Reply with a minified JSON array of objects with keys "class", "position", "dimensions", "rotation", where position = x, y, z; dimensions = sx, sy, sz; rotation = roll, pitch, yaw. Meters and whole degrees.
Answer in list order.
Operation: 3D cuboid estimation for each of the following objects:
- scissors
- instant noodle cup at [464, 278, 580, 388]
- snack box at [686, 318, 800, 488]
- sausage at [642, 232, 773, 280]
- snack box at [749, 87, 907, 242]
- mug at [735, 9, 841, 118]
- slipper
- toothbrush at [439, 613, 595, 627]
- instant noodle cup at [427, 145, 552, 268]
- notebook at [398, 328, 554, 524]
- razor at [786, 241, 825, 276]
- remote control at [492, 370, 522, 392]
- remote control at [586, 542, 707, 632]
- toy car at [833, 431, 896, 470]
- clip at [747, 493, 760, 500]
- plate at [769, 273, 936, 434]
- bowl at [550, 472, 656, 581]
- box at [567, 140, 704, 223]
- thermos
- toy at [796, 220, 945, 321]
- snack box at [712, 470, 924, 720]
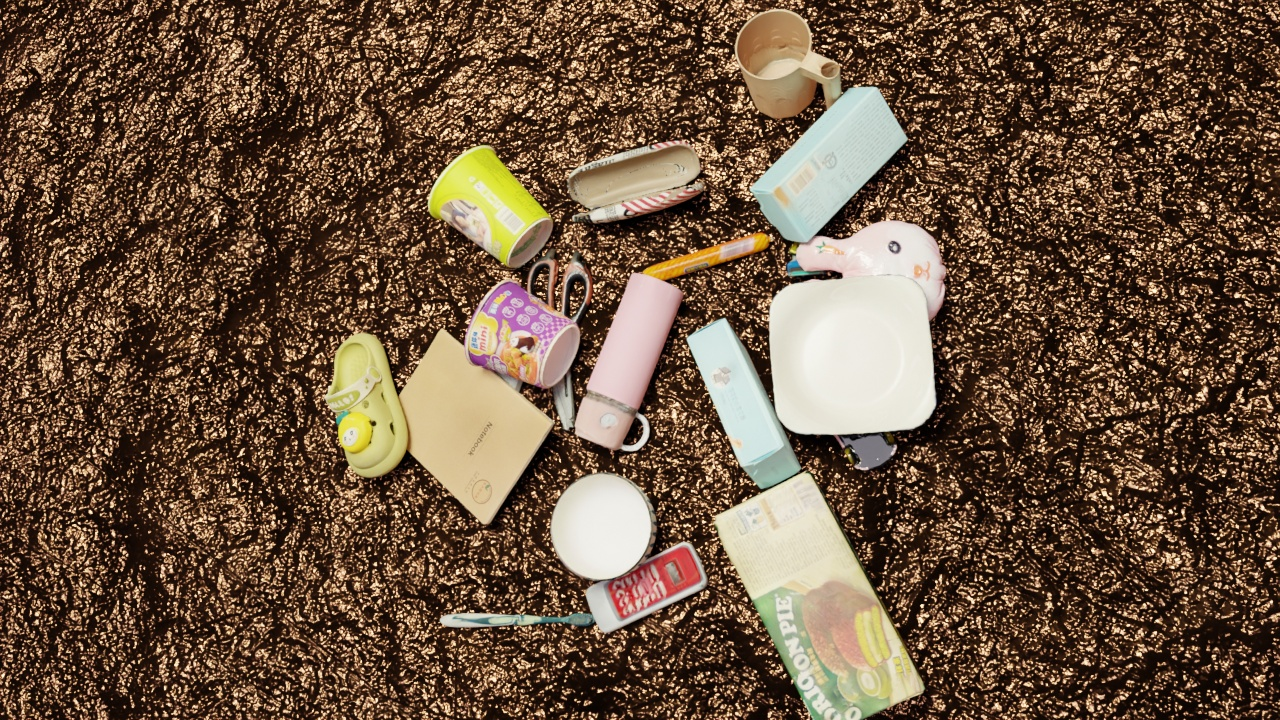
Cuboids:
[{"class":"scissors","position":[-0.084,-0.027,1.103],"dimensions":[0.185,0.015,0.208],"rotation":[-45,71,4]},{"class":"instant noodle cup","position":[-0.131,-0.024,1.057],"dimensions":[0.099,0.111,0.111],"rotation":[26,87,19]},{"class":"snack box","position":[0.109,0.045,0.980],"dimensions":[0.052,0.074,0.174],"rotation":[-28,56,10]},{"class":"sausage","position":[0.076,-0.119,1.074],"dimensions":[0.165,0.021,0.021],"rotation":[-16,75,12]},{"class":"snack box","position":[0.207,-0.216,1.009],"dimensions":[0.174,0.074,0.051],"rotation":[-45,28,-7]},{"class":"mug","position":[0.174,-0.327,1.045],"dimensions":[0.125,0.103,0.084],"rotation":[31,88,19]},{"class":"slipper","position":[-0.350,0.051,1.125],"dimensions":[0.092,0.081,0.190],"rotation":[-26,66,23]},{"class":"toothbrush","position":[-0.144,0.298,1.053],"dimensions":[0.192,0.018,0.016],"rotation":[-5,78,15]},{"class":"instant noodle cup","position":[-0.175,-0.179,1.119],"dimensions":[0.123,0.111,0.112],"rotation":[42,92,11]},{"class":"notebook","position":[-0.212,0.076,1.100],"dimensions":[0.208,0.008,0.148],"rotation":[37,98,27]},{"class":"razor","position":[0.181,-0.163,1.052],"dimensions":[0.042,0.022,0.142],"rotation":[-5,77,0]},{"class":"remote control","position":[-0.180,0.059,1.109],"dimensions":[0.049,0.024,0.125],"rotation":[16,85,21]},{"class":"remote control","position":[0.006,0.252,1.019],"dimensions":[0.136,0.020,0.056],"rotation":[-27,74,9]},{"class":"toy car","position":[0.226,0.061,0.987],"dimensions":[0.056,0.037,0.122],"rotation":[-31,76,9]},{"class":"clip","position":[0.139,0.171,0.996],"dimensions":[0.038,0.026,0.058],"rotation":[-31,74,5]},{"class":"plate","position":[0.219,-0.005,0.960],"dimensions":[0.164,0.034,0.164],"rotation":[-4,83,13]},{"class":"bowl","position":[-0.035,0.186,1.020],"dimensions":[0.116,0.066,0.116],"rotation":[-4,77,15]},{"class":"box","position":[-0.008,-0.215,1.092],"dimensions":[0.163,0.076,0.087],"rotation":[-14,95,15]},{"class":"thermos","position":[-0.006,0.006,1.053],"dimensions":[0.087,0.067,0.198],"rotation":[21,84,-11]},{"class":"toy","position":[0.249,-0.090,0.999],"dimensions":[0.159,0.054,0.121],"rotation":[-1,88,12]},{"class":"snack box","position":[0.180,0.242,0.935],"dimensions":[0.114,0.063,0.240],"rotation":[-29,79,9]}]
